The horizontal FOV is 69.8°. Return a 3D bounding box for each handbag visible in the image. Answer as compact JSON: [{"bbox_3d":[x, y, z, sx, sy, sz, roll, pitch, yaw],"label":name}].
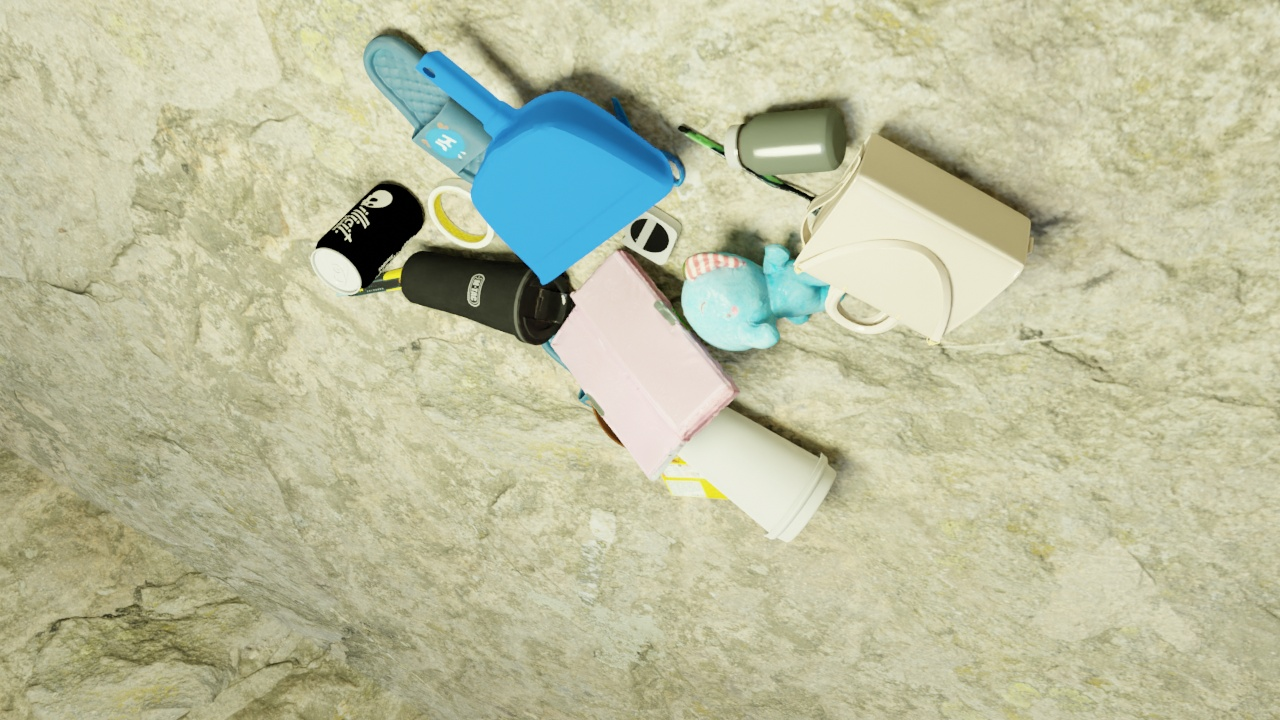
[{"bbox_3d":[0.246,-0.095,0.907,0.194,0.101,0.198,28,141,-2],"label":"handbag"}]

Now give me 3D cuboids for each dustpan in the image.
[{"bbox_3d":[-0.130,-0.219,0.964,0.257,0.059,0.246,36,141,-23],"label":"dustpan"}]

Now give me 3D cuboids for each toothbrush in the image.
[{"bbox_3d":[0.120,-0.193,0.950,0.188,0.014,0.017,30,148,1],"label":"toothbrush"}]

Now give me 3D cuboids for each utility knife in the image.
[{"bbox_3d":[-0.389,-0.110,1.338,0.187,0.020,0.029,-6,127,37],"label":"utility knife"}]

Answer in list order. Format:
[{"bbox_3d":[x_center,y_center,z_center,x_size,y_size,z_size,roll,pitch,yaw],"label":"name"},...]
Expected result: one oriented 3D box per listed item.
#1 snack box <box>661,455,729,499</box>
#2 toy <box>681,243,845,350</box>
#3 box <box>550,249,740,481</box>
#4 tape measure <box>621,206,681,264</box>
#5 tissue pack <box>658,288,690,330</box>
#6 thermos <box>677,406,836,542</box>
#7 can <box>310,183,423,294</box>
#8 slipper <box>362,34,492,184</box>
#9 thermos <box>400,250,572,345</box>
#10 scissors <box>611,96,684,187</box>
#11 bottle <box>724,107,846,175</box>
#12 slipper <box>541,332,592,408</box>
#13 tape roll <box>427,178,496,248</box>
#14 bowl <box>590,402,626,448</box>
[{"bbox_3d":[0.101,0.166,1.327,0.152,0.025,0.075,-1,131,32],"label":"snack box"},{"bbox_3d":[0.134,-0.060,1.017,0.181,0.114,0.183,-5,143,20],"label":"toy"},{"bbox_3d":[-0.010,0.007,1.086,0.232,0.050,0.181,51,118,21],"label":"box"},{"bbox_3d":[0.011,-0.147,1.060,0.064,0.016,0.065,30,140,-1],"label":"tape measure"},{"bbox_3d":[0.011,-0.034,1.165,0.100,0.034,0.114,-19,121,38],"label":"tissue pack"},{"bbox_3d":[0.132,0.128,1.203,0.222,0.131,0.132,34,141,6],"label":"thermos"},{"bbox_3d":[-0.344,-0.156,1.162,0.080,0.145,0.080,17,139,15],"label":"can"},{"bbox_3d":[-0.233,-0.273,1.044,0.213,0.059,0.104,44,141,-14],"label":"slipper"},{"bbox_3d":[-0.205,-0.090,1.191,0.219,0.105,0.106,13,138,26],"label":"thermos"},{"bbox_3d":[-0.014,-0.227,0.998,0.132,0.020,0.097,41,136,-15],"label":"scissors"},{"bbox_3d":[0.139,-0.210,0.885,0.109,0.060,0.060,3,133,29],"label":"bottle"},{"bbox_3d":[-0.051,0.019,1.232,0.213,0.059,0.104,44,127,-11],"label":"slipper"},{"bbox_3d":[-0.223,-0.185,1.159,0.094,0.019,0.094,17,138,15],"label":"tape roll"},{"bbox_3d":[0.015,0.036,1.141,0.147,0.068,0.147,2,94,33],"label":"bowl"}]
